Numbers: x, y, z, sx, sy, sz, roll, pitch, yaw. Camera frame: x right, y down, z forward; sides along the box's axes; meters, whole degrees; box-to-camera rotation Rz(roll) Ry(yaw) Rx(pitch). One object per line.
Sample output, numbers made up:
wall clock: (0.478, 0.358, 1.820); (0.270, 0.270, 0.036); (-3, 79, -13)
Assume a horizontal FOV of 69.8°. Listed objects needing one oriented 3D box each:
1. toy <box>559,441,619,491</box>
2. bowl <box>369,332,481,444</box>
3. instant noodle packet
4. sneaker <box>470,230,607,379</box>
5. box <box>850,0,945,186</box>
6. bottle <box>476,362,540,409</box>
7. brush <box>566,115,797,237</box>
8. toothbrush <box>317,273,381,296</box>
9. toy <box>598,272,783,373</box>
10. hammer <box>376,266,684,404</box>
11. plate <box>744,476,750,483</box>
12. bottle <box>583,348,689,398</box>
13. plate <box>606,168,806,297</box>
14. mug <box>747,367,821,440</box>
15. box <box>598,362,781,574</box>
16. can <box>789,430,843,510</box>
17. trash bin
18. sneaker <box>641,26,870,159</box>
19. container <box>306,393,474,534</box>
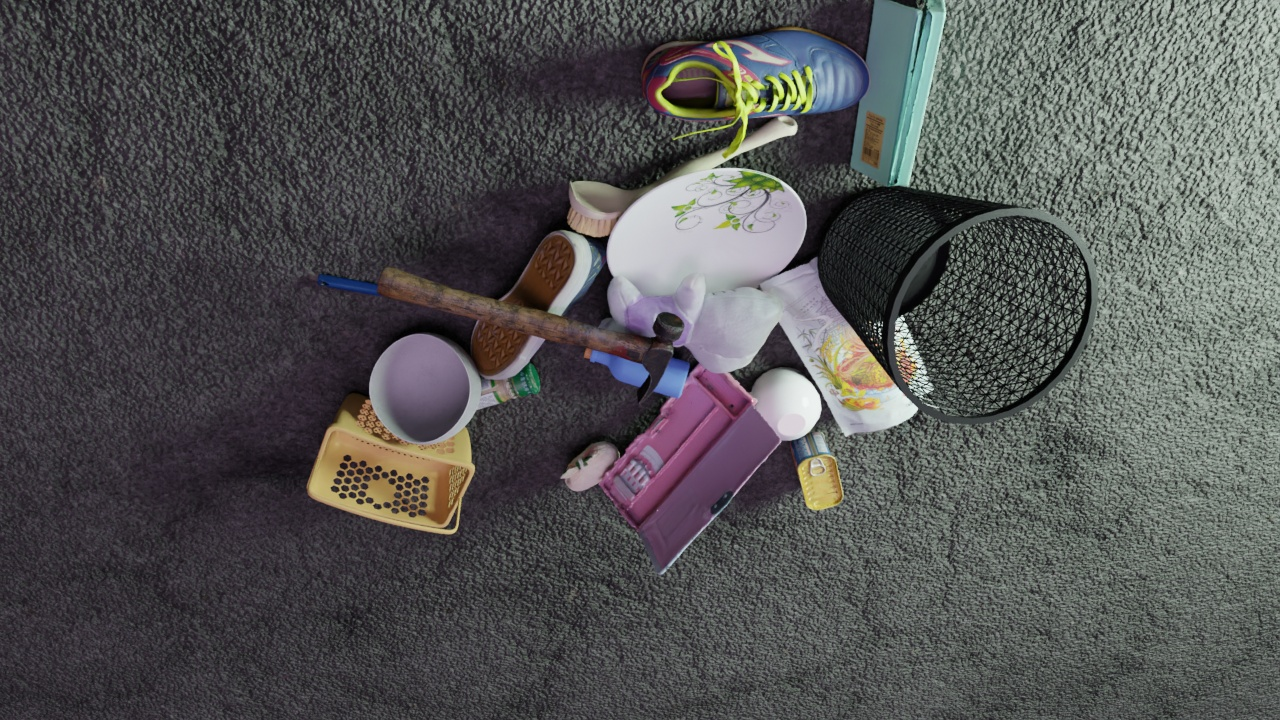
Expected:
toy: (-0.063, 0.146, 1.246); (0.087, 0.050, 0.112); (-44, 150, 19)
bowl: (-0.256, 0.034, 1.122); (0.132, 0.064, 0.132); (0, 89, 13)
instant noodle packet: (0.269, -0.025, 1.153); (0.147, 0.057, 0.269); (-30, 121, 6)
sneaker: (-0.116, -0.059, 1.083); (0.079, 0.087, 0.236); (-8, 148, -50)
box: (0.261, -0.282, 0.967); (0.079, 0.077, 0.189); (8, 127, 9)
bottle: (-0.184, 0.036, 1.163); (0.110, 0.042, 0.043); (-17, 125, 8)
brush: (0.044, -0.207, 1.009); (0.272, 0.062, 0.077); (-21, 151, 4)
toothbrush: (-0.285, -0.076, 1.090); (0.190, 0.017, 0.016); (10, 123, -12)
toy: (0.059, -0.042, 1.090); (0.209, 0.085, 0.138); (4, 145, -9)
hammer: (-0.125, -0.037, 1.015); (0.330, 0.033, 0.120); (15, 125, -11)
plate: (0.075, 0.159, 1.266); (0.173, 0.019, 0.173); (-5, 136, -5)
bottle: (-0.007, 0.007, 1.151); (0.131, 0.047, 0.048); (17, 123, 2)
plate: (0.073, -0.143, 1.049); (0.229, 0.030, 0.230); (-7, 146, -5)
mug: (0.171, 0.059, 1.190); (0.124, 0.076, 0.090); (2, 125, -6)
box: (0.064, 0.133, 1.159); (0.233, 0.180, 0.055); (-49, 139, 14)
can: (0.243, 0.151, 1.271); (0.054, 0.059, 0.100); (-15, 125, 5)
trash bin: (0.311, -0.082, 0.980); (0.217, 0.243, 0.217); (-4, 113, -11)
sneaker: (0.122, -0.275, 0.942); (0.242, 0.091, 0.116); (-2, 123, -4)
container: (-0.313, 0.144, 1.151); (0.183, 0.166, 0.129); (19, 121, -18)
